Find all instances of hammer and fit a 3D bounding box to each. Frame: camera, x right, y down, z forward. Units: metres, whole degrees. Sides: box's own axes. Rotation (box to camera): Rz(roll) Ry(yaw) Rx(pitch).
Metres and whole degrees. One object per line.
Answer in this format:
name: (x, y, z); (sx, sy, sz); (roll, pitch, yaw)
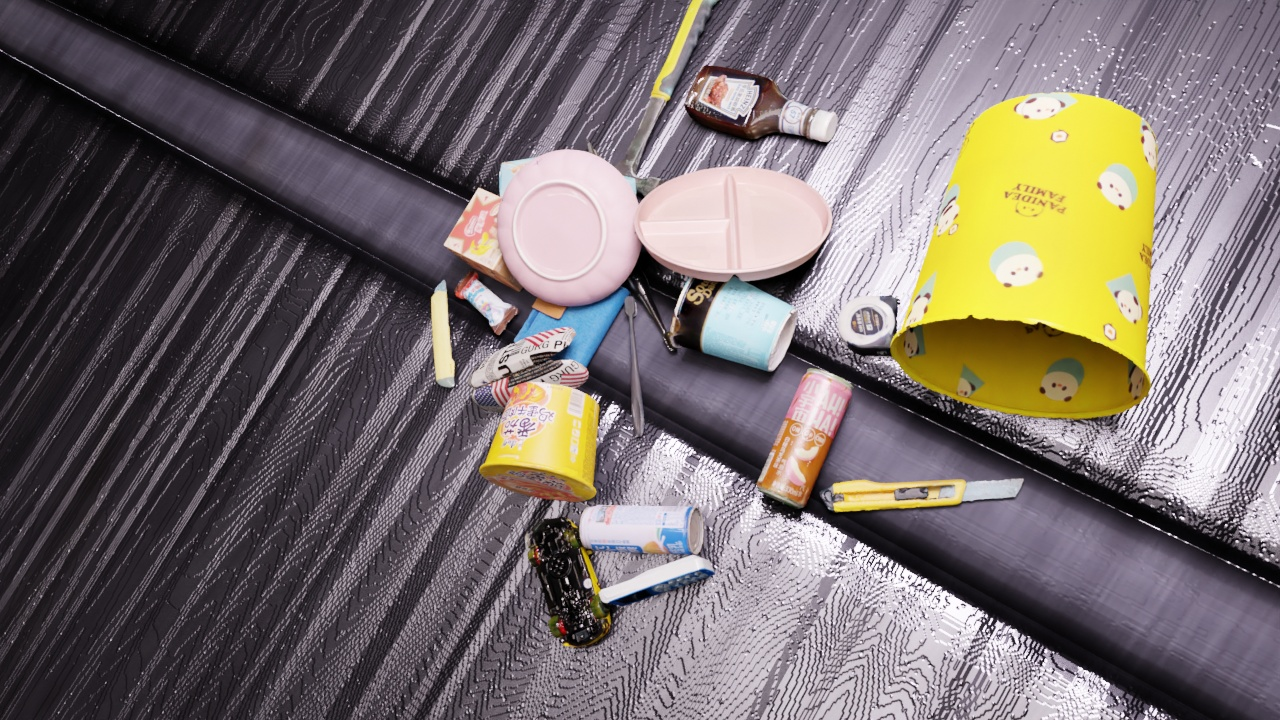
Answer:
hammer: (0.030, -0.371, 1.235); (0.126, 0.032, 0.323); (20, 81, 25)

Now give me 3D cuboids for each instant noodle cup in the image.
instant noodle cup: (0.111, -0.043, 1.058); (0.120, 0.111, 0.111); (24, 83, 19)
instant noodle cup: (-0.112, 0.095, 1.088); (0.138, 0.138, 0.109); (0, 65, 22)

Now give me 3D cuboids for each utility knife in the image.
utility knife: (0.293, 0.138, 0.968); (0.209, 0.015, 0.033); (-7, 73, 20)
utility knife: (-0.272, -0.037, 1.256); (0.031, 0.018, 0.167); (-15, 69, 12)

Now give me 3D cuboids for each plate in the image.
plate: (-0.094, -0.160, 1.124); (0.193, 0.039, 0.192); (3, 102, 16)
plate: (0.107, -0.160, 1.075); (0.229, 0.028, 0.229); (-3, 40, 2)

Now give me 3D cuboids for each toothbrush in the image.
toothbrush: (-0.003, -0.098, 1.161); (0.026, 0.027, 0.212); (-18, 62, -20)
toothbrush: (-0.007, 0.007, 1.136); (0.016, 0.018, 0.181); (-8, 72, 13)

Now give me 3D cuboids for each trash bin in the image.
trash bin: (0.388, -0.102, 0.902); (0.230, 0.229, 0.254); (10, 71, 24)

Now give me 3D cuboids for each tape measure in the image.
tape measure: (0.256, -0.039, 1.032); (0.066, 0.033, 0.065); (3, 72, 21)

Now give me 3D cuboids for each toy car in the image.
toy car: (-0.083, 0.255, 1.068); (0.071, 0.041, 0.155); (-29, 66, 11)

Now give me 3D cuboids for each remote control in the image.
remote control: (0.019, 0.247, 1.026); (0.125, 0.049, 0.024); (-23, 63, 13)

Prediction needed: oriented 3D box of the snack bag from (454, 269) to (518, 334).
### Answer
snack bag: (-0.209, -0.079, 1.239); (0.105, 0.026, 0.045); (40, 87, 26)

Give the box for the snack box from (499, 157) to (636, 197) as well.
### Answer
snack box: (-0.096, -0.225, 1.200); (0.175, 0.074, 0.052); (18, 116, 30)

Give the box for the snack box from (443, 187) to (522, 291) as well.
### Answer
snack box: (-0.189, -0.162, 1.229); (0.094, 0.077, 0.092); (28, 85, 27)

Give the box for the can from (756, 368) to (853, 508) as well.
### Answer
can: (0.181, 0.086, 1.008); (0.058, 0.058, 0.147); (21, 82, 26)

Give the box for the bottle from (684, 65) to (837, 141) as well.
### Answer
bottle: (0.153, -0.318, 1.161); (0.195, 0.044, 0.080); (24, 84, 26)

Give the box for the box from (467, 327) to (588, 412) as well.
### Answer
box: (-0.139, 0.022, 1.146); (0.163, 0.076, 0.088); (-19, 111, 25)

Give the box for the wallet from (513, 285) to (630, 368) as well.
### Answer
wallet: (-0.088, -0.056, 1.177); (0.106, 0.040, 0.133); (29, 85, 23)

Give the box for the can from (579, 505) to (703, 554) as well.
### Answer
can: (0.001, 0.193, 1.048); (0.135, 0.053, 0.053); (-3, 72, 21)
